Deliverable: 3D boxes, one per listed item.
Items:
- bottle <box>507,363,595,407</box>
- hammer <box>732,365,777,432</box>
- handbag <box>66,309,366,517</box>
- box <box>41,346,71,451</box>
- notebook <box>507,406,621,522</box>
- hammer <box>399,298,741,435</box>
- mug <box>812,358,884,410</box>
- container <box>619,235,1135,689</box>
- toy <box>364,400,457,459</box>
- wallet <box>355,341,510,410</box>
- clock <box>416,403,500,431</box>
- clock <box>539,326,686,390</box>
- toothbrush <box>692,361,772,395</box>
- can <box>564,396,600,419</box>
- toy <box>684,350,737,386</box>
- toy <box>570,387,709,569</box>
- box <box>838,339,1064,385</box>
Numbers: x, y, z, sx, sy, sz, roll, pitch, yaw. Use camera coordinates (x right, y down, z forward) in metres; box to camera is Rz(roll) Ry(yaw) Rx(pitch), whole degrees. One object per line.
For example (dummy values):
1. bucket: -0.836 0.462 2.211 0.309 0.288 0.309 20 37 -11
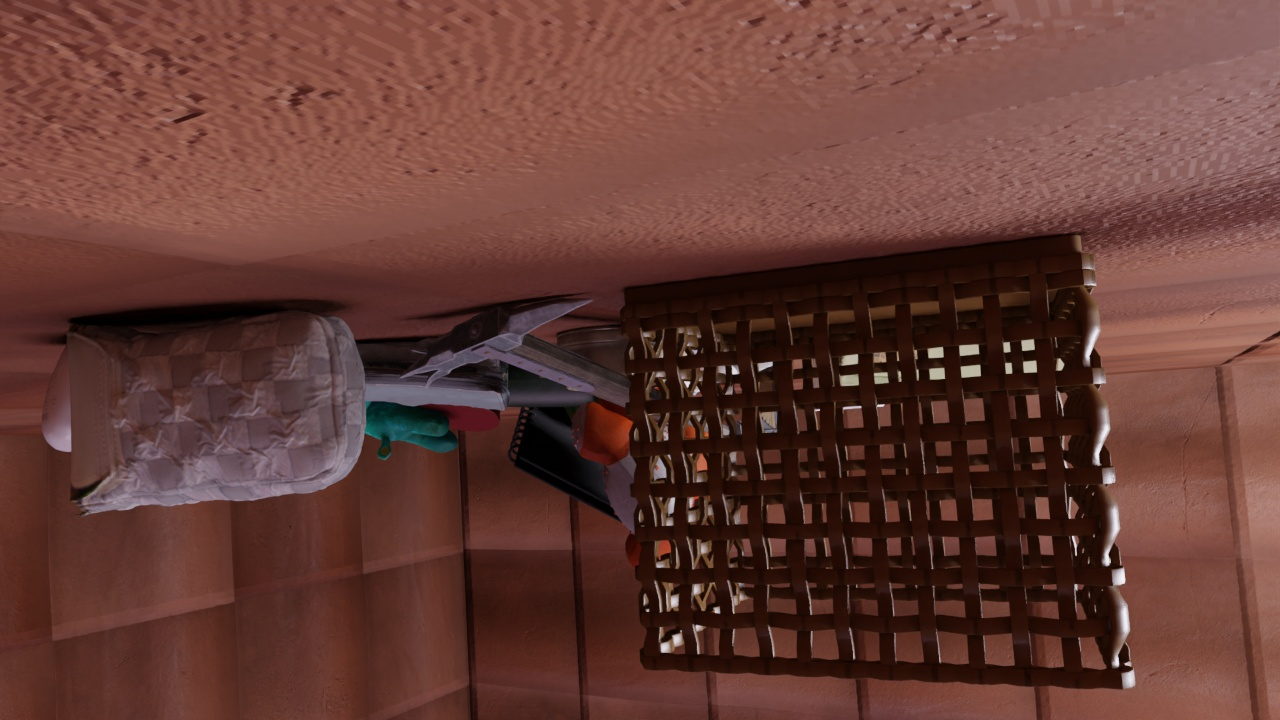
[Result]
1. bottle: -0.128 0.016 0.827 0.174 0.055 0.055 -2 175 -5
2. hammer: 0.022 0.056 1.145 0.322 0.098 0.044 -3 176 -7
3. handbag: -0.243 0.029 0.551 0.171 0.112 0.123 -5 174 7
4. box: -0.324 0.023 0.645 0.159 0.091 0.081 11 163 -42
5. notebook: -0.050 0.095 0.946 0.169 0.019 0.231 29 -167 -9
6. hammer: -0.005 0.024 0.681 0.147 0.028 0.316 -19 153 33
7. mug: 0.250 0.023 1.092 0.115 0.068 0.094 0 175 -35
8. container: 0.145 0.061 0.574 0.252 0.214 0.219 -5 175 22
9. toy: -0.273 0.051 0.883 0.193 0.072 0.131 15 154 7
10. wallet: -0.173 0.011 0.747 0.131 0.054 0.100 -1 166 -6
11. clock: -0.180 0.030 0.898 0.087 0.044 0.124 -2 152 20
12. clock: -0.005 0.004 0.753 0.140 0.054 0.093 1 173 -27
13. toothbrush: 0.093 0.011 0.911 0.024 0.022 0.185 -41 170 29
14. can: -0.016 0.039 1.004 0.083 0.083 0.144 -6 175 27
15. toy: 0.032 0.002 0.844 0.075 0.037 0.125 -7 -164 -19
16. toy: 0.010 0.090 0.817 0.093 0.164 0.172 -23 -173 26
17. box: 0.269 -0.001 0.804 0.188 0.061 0.133 3 174 8
